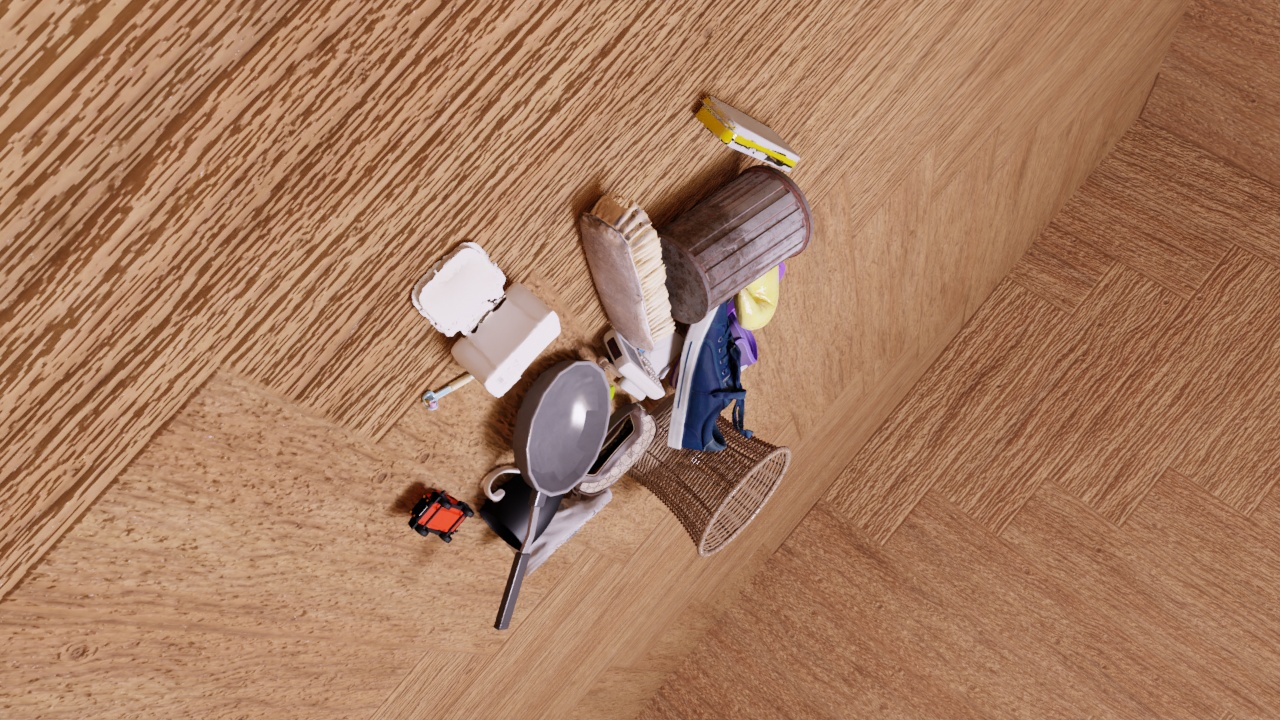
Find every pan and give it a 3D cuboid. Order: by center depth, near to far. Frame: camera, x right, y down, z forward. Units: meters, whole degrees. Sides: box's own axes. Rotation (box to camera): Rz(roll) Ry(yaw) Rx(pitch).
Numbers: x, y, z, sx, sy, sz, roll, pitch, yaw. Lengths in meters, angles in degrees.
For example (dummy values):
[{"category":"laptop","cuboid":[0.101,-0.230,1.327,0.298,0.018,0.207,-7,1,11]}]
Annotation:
[{"category":"pan","cuboid":[-0.130,0.167,1.165,0.178,0.041,0.357,19,87,-61]}]

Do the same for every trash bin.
[{"category":"trash bin","cuboid":[0.113,-0.151,1.161,0.210,0.131,0.131,-36,152,-28]}]

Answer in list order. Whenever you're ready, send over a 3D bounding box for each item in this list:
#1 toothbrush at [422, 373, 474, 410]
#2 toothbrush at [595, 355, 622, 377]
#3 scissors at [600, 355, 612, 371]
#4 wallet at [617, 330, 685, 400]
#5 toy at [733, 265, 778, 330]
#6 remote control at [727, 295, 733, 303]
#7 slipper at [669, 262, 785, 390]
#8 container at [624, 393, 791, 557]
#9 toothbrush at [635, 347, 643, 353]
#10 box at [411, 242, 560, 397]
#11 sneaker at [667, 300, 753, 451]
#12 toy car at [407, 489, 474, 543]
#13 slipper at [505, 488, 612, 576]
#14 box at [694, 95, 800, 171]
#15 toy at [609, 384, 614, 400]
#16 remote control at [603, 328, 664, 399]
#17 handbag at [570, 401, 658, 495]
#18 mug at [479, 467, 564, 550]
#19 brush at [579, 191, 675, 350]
[{"category":"toothbrush","cuboid":[-0.176,0.011,1.021,0.154,0.016,0.022,-33,113,-34]},{"category":"toothbrush","cuboid":[-0.037,0.010,1.222,0.016,0.016,0.167,-44,171,2]},{"category":"scissors","cuboid":[-0.025,-0.029,1.240,0.169,0.012,0.132,-36,153,-22]},{"category":"wallet","cuboid":[0.018,0.005,1.338,0.116,0.032,0.086,-54,155,5]},{"category":"toy","cuboid":[0.167,-0.125,1.326,0.155,0.065,0.170,33,62,-70]},{"category":"remote control","cuboid":[0.149,-0.121,1.402,0.152,0.020,0.041,-52,155,-1]},{"category":"slipper","cuboid":[0.157,-0.039,1.455,0.266,0.084,0.107,-53,156,5]},{"category":"container","cuboid":[0.105,0.178,1.534,0.226,0.196,0.227,-40,154,-24]},{"category":"toothbrush","cuboid":[0.035,-0.067,1.293,0.166,0.014,0.016,-54,157,-3]},{"category":"box","cuboid":[-0.148,-0.036,0.930,0.110,0.083,0.190,-49,155,-9]},{"category":"sneaker","cuboid":[0.119,0.017,1.354,0.120,0.127,0.295,-66,166,-59]},{"category":"toy car","cuboid":[-0.244,0.184,1.107,0.051,0.049,0.100,-49,156,-3]},{"category":"slipper","cuboid":[-0.120,0.240,1.371,0.112,0.074,0.246,-29,179,29]},{"category":"box","cuboid":[0.132,-0.269,1.108,0.033,0.064,0.209,-50,158,22]},{"category":"toy","cuboid":[-0.072,0.075,1.275,0.094,0.036,0.094,-17,135,-62]},{"category":"remote control","cuboid":[-0.007,0.007,1.232,0.025,0.060,0.138,-31,151,10]},{"category":"handbag","cuboid":[-0.051,0.130,1.357,0.166,0.063,0.138,-44,156,-3]},{"category":"mug","cuboid":[-0.160,0.182,1.232,0.100,0.085,0.119,-47,128,-24]},{"category":"brush","cuboid":[-0.012,-0.094,1.076,0.056,0.083,0.271,-46,155,-15]}]
